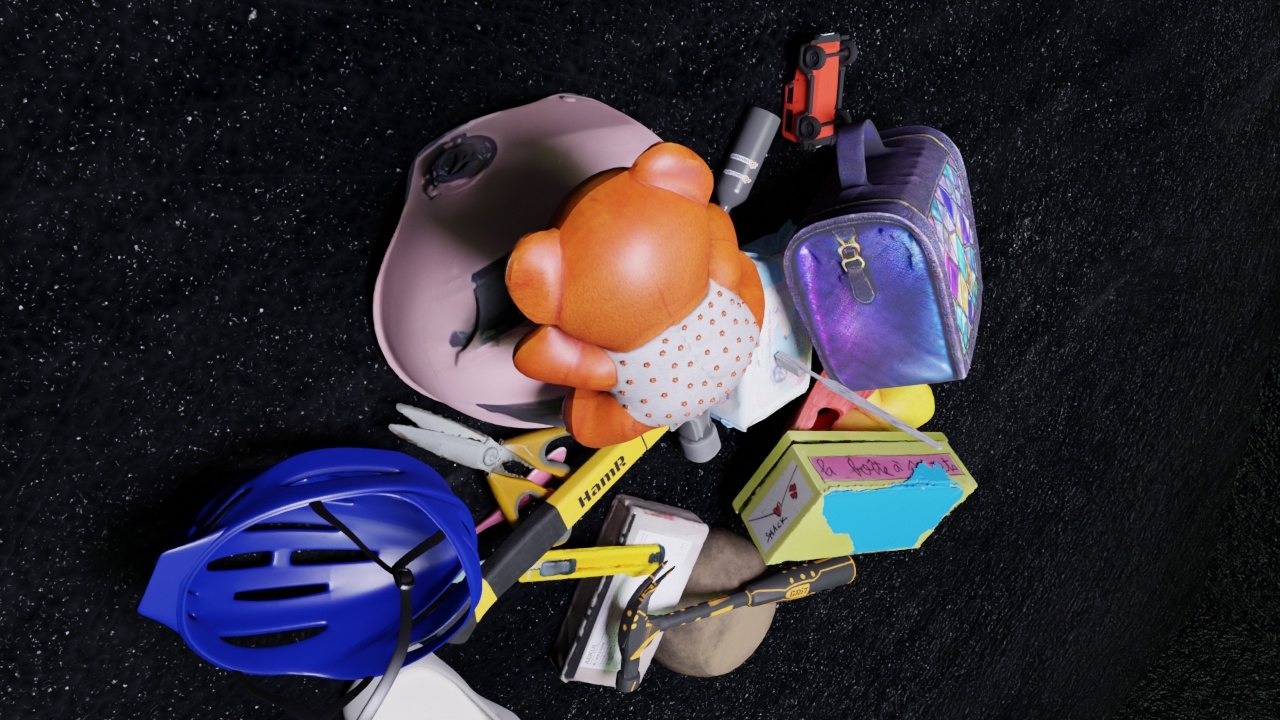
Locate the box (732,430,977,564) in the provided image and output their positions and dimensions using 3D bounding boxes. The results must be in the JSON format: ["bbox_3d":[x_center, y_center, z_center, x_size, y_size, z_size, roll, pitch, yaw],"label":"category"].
[{"bbox_3d":[0.221,0.137,0.938,0.220,0.082,0.125,-1,136,-31],"label":"box"}]

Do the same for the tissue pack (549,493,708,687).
[{"bbox_3d":[-0.012,0.221,0.884,0.103,0.071,0.181,17,95,-31],"label":"tissue pack"}]

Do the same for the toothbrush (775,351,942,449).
[{"bbox_3d":[0.179,0.034,0.770,0.010,0.181,0.010,-38,133,-18],"label":"toothbrush"}]

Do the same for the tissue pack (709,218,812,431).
[{"bbox_3d":[0.112,-0.032,0.860,0.111,0.070,0.182,-23,125,-36],"label":"tissue pack"}]

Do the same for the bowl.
[{"bbox_3d":[0.080,0.266,0.981,0.161,0.070,0.162,-21,124,-35],"label":"bowl"}]

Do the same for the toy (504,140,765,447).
[{"bbox_3d":[-0.001,-0.038,0.534,0.163,0.093,0.172,-38,136,-8],"label":"toy"}]

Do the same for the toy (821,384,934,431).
[{"bbox_3d":[0.256,0.084,1.046,0.193,0.087,0.134,-40,136,-23],"label":"toy"}]

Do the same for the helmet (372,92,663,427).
[{"bbox_3d":[-0.051,-0.051,0.646,0.255,0.152,0.230,-33,133,-20],"label":"helmet"}]

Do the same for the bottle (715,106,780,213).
[{"bbox_3d":[0.085,-0.161,0.796,0.030,0.030,0.113,19,97,-47],"label":"bottle"}]

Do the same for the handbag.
[{"bbox_3d":[0.217,-0.103,0.812,0.204,0.126,0.222,-54,128,-50],"label":"handbag"}]

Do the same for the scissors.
[{"bbox_3d":[-0.104,0.069,0.726,0.134,0.016,0.228,-58,136,-13],"label":"scissors"}]

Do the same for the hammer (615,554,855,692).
[{"bbox_3d":[0.106,0.233,0.913,0.319,0.036,0.123,-4,112,-40],"label":"hammer"}]

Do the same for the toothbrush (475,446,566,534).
[{"bbox_3d":[-0.109,0.120,0.766,0.134,0.016,0.022,-43,131,-19],"label":"toothbrush"}]

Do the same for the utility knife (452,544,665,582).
[{"bbox_3d":[-0.073,0.179,0.796,0.218,0.019,0.030,2,94,-24],"label":"utility knife"}]

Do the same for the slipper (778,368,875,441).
[{"bbox_3d":[0.225,0.010,0.960,0.248,0.059,0.104,-52,172,-20],"label":"slipper"}]

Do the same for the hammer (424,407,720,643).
[{"bbox_3d":[-0.051,0.105,0.761,0.323,0.034,0.170,-43,134,-27],"label":"hammer"}]

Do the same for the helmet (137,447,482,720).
[{"bbox_3d":[-0.172,0.154,0.570,0.241,0.228,0.148,14,110,-45],"label":"helmet"}]

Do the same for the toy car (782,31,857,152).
[{"bbox_3d":[0.154,-0.237,0.810,0.051,0.049,0.100,-21,124,-34],"label":"toy car"}]

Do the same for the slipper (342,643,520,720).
[{"bbox_3d":[-0.152,0.341,0.791,0.112,0.081,0.266,-44,134,-23],"label":"slipper"}]
